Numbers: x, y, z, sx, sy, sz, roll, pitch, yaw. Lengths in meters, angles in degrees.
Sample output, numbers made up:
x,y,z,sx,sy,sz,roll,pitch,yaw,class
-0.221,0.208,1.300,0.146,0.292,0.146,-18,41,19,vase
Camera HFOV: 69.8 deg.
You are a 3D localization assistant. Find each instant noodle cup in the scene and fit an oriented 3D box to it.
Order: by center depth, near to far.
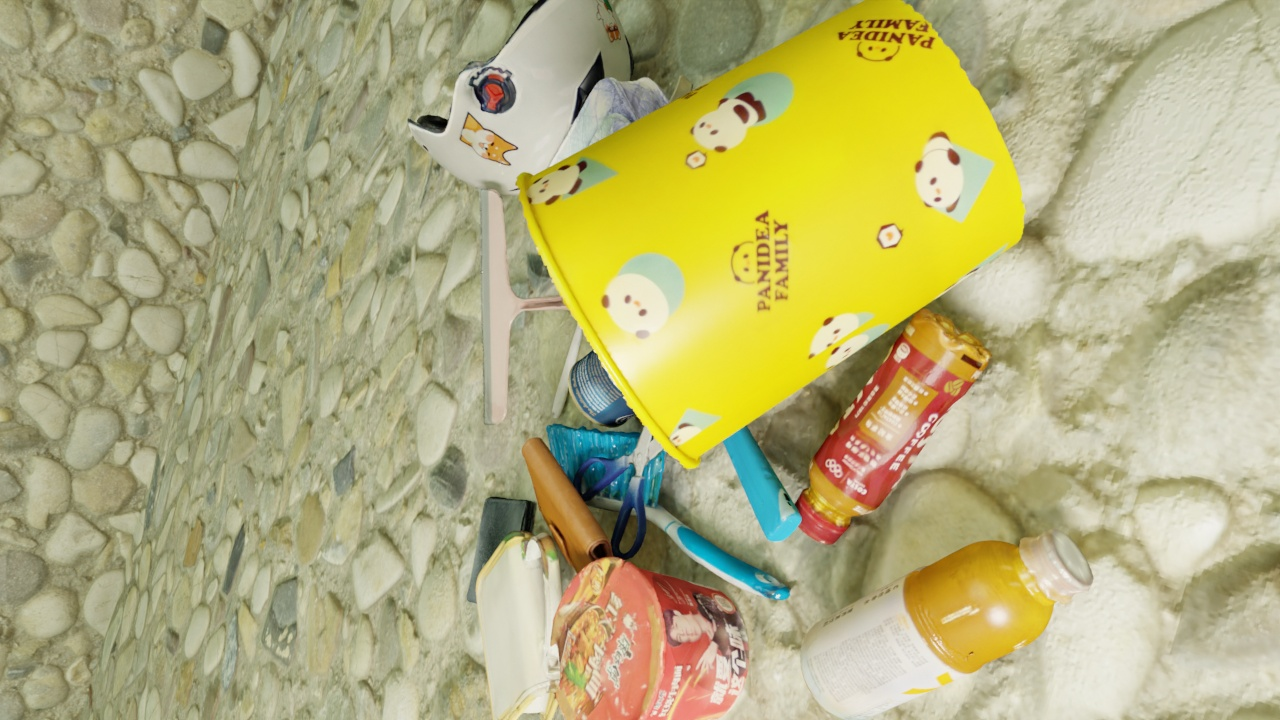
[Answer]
x,y,z,sx,sy,sz,roll,pitch,yaw,class
0.012,0.228,0.722,0.138,0.108,0.137,-22,61,46,instant noodle cup

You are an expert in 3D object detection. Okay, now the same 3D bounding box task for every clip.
x,y,z,sx,sy,sz,roll,pitch,yaw,class
0.022,-0.240,0.939,0.071,0.034,0.100,-6,68,51,clip

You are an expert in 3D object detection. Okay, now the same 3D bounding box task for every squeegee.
x,y,z,sx,sy,sz,roll,pitch,yaw,class
-0.069,-0.057,0.880,0.250,0.040,0.247,-1,90,47,squeegee

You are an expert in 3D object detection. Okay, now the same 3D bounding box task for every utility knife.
x,y,z,sx,sy,sz,roll,pitch,yaw,class
0.077,0.060,0.739,0.238,0.018,0.034,-112,38,-57,utility knife

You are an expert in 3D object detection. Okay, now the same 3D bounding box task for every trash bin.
x,y,z,sx,sy,sz,roll,pitch,yaw,class
0.086,-0.089,0.606,0.255,0.229,0.229,-30,50,8,trash bin

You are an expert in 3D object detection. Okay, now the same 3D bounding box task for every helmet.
x,y,z,sx,sy,sz,roll,pitch,yaw,class
-0.106,-0.276,0.996,0.275,0.157,0.229,-29,17,36,helmet

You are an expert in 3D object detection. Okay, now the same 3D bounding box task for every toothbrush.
x,y,z,sx,sy,sz,roll,pitch,yaw,class
-0.071,-0.025,0.991,0.016,0.016,0.180,12,88,55,toothbrush

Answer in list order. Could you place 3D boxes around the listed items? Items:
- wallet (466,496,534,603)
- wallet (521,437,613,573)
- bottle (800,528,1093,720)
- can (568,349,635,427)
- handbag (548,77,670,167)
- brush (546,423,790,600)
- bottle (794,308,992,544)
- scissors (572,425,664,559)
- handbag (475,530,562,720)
x,y,z,sx,sy,sz,roll,pitch,yaw,class
-0.156,0.212,1.014,0.097,0.019,0.120,-7,71,51,wallet
-0.061,0.148,0.825,0.130,0.035,0.119,49,153,39,wallet
0.183,0.162,0.565,0.190,0.068,0.068,-42,48,35,bottle
-0.005,0.005,0.847,0.111,0.075,0.075,-38,50,40,can
-0.029,-0.172,0.900,0.134,0.075,0.194,63,144,18,handbag
0.014,0.122,0.810,0.315,0.060,0.109,3,86,49,brush
0.166,0.050,0.634,0.175,0.057,0.057,-59,40,20,bottle
-0.009,0.091,0.792,0.165,0.012,0.162,1,87,47,scissors
-0.098,0.244,0.864,0.179,0.063,0.163,121,142,-46,handbag
